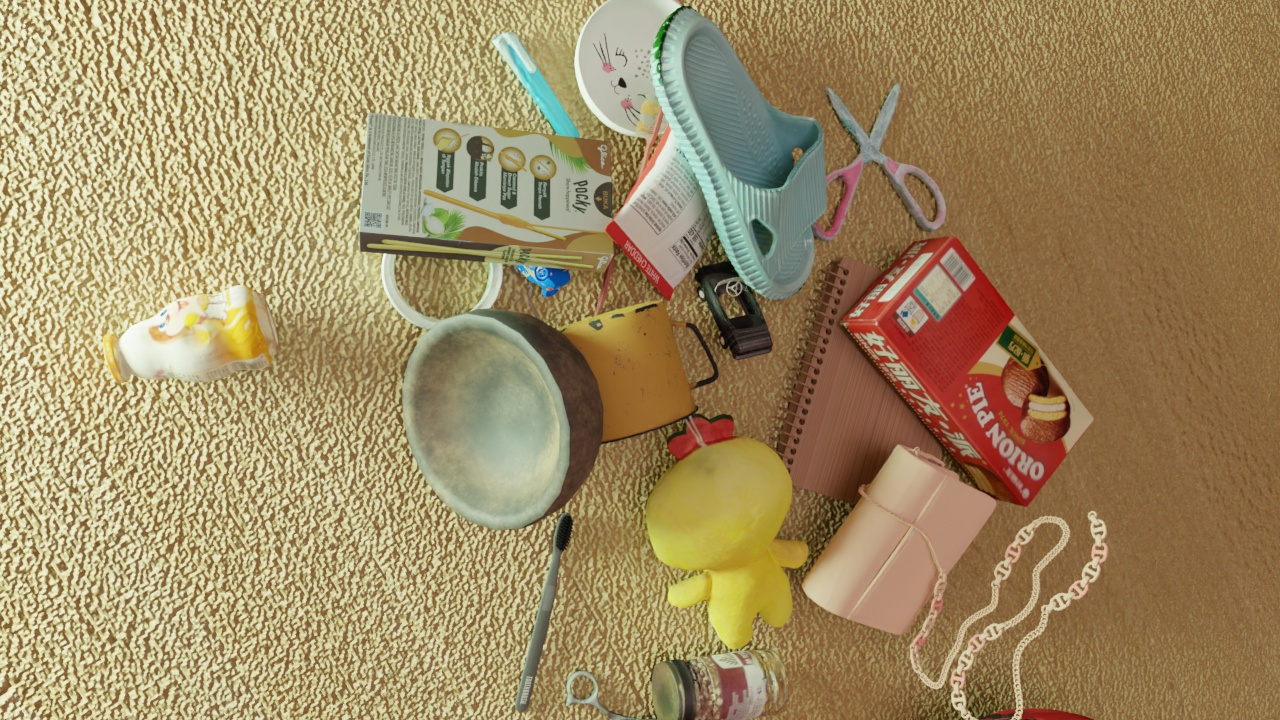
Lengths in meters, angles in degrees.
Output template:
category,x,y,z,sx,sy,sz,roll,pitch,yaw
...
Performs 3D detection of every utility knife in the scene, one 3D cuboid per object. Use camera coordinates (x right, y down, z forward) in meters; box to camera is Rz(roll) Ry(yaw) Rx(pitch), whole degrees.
category,x,y,z,sx,sy,sz,roll,pitch,yaw
utility knife,-0.071,-0.201,0.750,0.022,0.015,0.149,-42,105,-36

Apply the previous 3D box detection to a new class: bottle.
category,x,y,z,sx,sy,sz,roll,pitch,yaw
bottle,0.068,0.278,0.780,0.105,0.056,0.056,1,91,-23
bottle,-0.316,-0.014,0.650,0.108,0.063,0.063,-15,96,-17

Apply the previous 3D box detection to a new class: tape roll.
category,x,y,z,sx,sy,sz,roll,pitch,yaw
tape roll,-0.156,-0.070,0.724,0.093,0.018,0.094,0,92,-18

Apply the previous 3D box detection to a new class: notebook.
category,x,y,z,sx,sy,sz,roll,pitch,yaw
notebook,0.214,0.028,0.845,0.169,0.022,0.210,19,85,-18

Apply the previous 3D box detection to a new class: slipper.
category,x,y,z,sx,sy,sz,roll,pitch,yaw
slipper,0.094,-0.152,0.719,0.276,0.070,0.115,54,54,-39

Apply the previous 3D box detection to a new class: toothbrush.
category,x,y,z,sx,sy,sz,roll,pitch,yaw
toothbrush,-0.080,0.208,0.758,0.013,0.013,0.167,14,89,-18
toothbrush,-0.013,-0.122,0.741,0.015,0.015,0.185,10,110,-18

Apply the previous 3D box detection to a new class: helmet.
category,x,y,z,sx,sy,sz,roll,pitch,yaw
helmet,0.332,0.422,0.815,0.271,0.167,0.217,-23,98,-16

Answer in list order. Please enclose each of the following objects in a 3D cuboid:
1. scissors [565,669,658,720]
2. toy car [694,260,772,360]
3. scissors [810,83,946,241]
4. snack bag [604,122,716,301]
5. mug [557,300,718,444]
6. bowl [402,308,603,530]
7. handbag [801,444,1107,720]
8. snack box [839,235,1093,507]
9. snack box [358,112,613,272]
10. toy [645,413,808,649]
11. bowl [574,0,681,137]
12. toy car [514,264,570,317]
category,x,y,z,sx,sy,sz,roll,pitch,yaw
scissors,-0.018,0.320,0.779,0.159,0.014,0.120,39,79,-12
toy car,0.080,-0.045,0.778,0.040,0.037,0.092,-13,62,-16
scissors,0.222,-0.174,0.850,0.175,0.013,0.170,26,80,-15
snack bag,0.034,-0.136,0.745,0.144,0.039,0.130,-62,150,-8
mug,-0.004,0.004,0.728,0.124,0.100,0.094,-16,94,3
bowl,-0.096,0.039,0.684,0.070,0.163,0.162,-19,99,-55
handbag,0.252,0.169,0.753,0.116,0.187,0.199,25,102,-37
snack box,0.298,0.011,0.831,0.113,0.060,0.236,-47,105,-13
snack box,-0.116,-0.127,0.704,0.186,0.032,0.101,3,69,-14
toy,0.077,0.147,0.770,0.133,0.092,0.208,-24,118,-18
bowl,-0.002,-0.236,0.753,0.114,0.051,0.114,0,91,-18
toy car,-0.094,-0.066,0.745,0.092,0.033,0.062,46,121,5
